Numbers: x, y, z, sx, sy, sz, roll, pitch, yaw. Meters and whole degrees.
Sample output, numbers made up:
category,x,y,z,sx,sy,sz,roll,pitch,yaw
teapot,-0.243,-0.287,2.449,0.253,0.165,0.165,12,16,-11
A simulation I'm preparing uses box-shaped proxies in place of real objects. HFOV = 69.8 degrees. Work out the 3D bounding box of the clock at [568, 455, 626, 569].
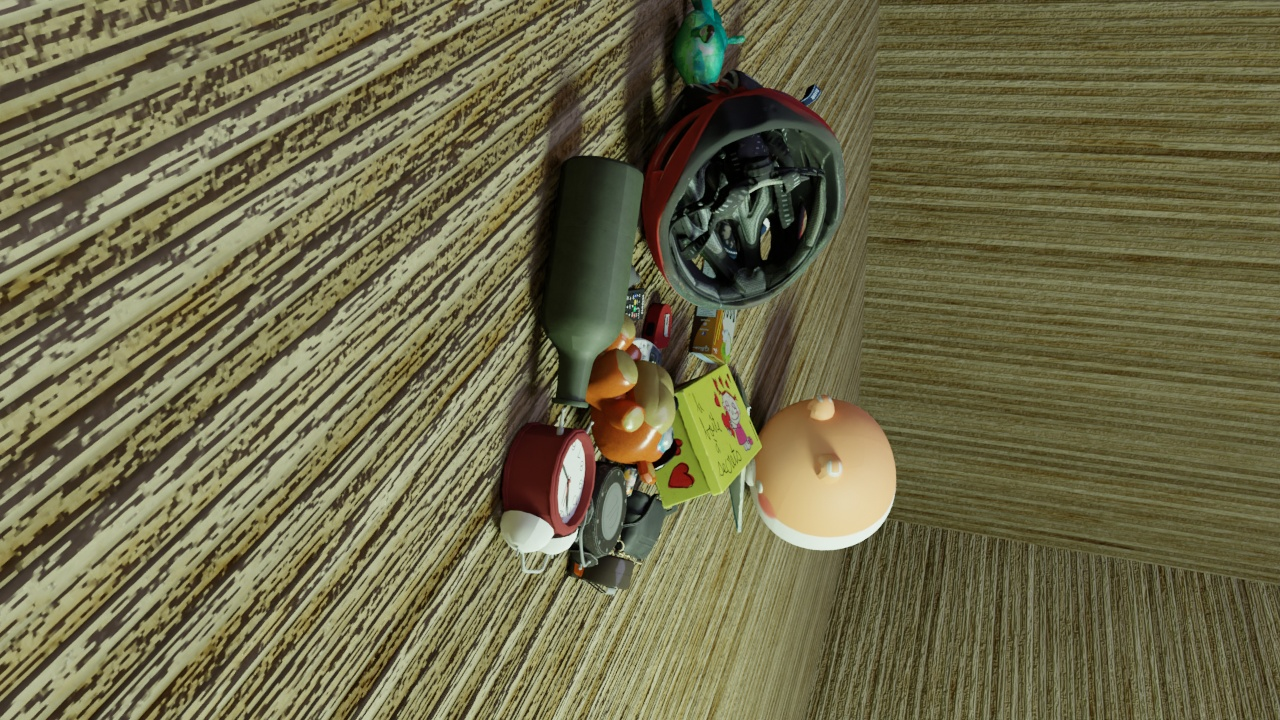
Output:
category,x,y,z,sx,sy,sz,roll,pitch,yaw
clock,-0.049,0.144,0.880,0.122,0.044,0.091,-50,142,-59

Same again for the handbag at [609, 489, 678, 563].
category,x,y,z,sx,sy,sz,roll,pitch,yaw
handbag,-0.002,0.184,1.019,0.128,0.054,0.079,45,58,-69

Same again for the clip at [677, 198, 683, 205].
category,x,y,z,sx,sy,sz,roll,pitch,yaw
clip,0.067,-0.228,1.111,0.103,0.027,0.120,-2,99,-73

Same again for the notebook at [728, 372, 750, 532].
category,x,y,z,sx,sy,sz,roll,pitch,yaw
notebook,0.146,0.129,1.374,0.253,0.009,0.181,-77,170,-79

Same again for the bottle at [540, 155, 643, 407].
category,x,y,z,sx,sy,sz,roll,pitch,yaw
bottle,-0.045,-0.064,0.776,0.071,0.071,0.206,15,83,-71

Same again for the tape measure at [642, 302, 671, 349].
category,x,y,z,sx,sy,sz,roll,pitch,yaw
tape measure,0.021,-0.040,1.052,0.059,0.019,0.051,-15,111,-69

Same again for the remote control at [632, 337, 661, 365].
category,x,y,z,sx,sy,sz,roll,pitch,yaw
remote control,-0.006,0.006,0.979,0.114,0.028,0.060,32,67,-69

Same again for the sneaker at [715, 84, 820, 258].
category,x,y,z,sx,sy,sz,roll,pitch,yaw
sneaker,0.159,-0.232,1.167,0.103,0.133,0.268,36,59,-43

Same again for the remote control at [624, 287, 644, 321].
category,x,y,z,sx,sy,sz,roll,pitch,yaw
remote control,-0.024,-0.054,0.926,0.146,0.015,0.033,-19,115,-69

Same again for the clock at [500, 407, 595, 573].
category,x,y,z,sx,sy,sz,roll,pitch,yaw
clock,-0.078,0.112,0.780,0.096,0.048,0.137,36,62,-68

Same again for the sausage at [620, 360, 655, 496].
category,x,y,z,sx,sy,sz,roll,pitch,yaw
sausage,-0.003,0.076,0.959,0.020,0.020,0.155,-10,115,-70

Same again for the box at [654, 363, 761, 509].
category,x,y,z,sx,sy,sz,roll,pitch,yaw
box,0.067,0.082,1.063,0.124,0.080,0.220,68,17,2

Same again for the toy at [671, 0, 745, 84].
category,x,y,z,sx,sy,sz,roll,pitch,yaw
toy,0.078,-0.354,1.037,0.192,0.072,0.131,-67,157,-60

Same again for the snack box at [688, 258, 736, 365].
category,x,y,z,sx,sy,sz,roll,pitch,yaw
snack box,0.109,-0.093,1.264,0.101,0.032,0.186,24,74,-70

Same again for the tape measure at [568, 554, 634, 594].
category,x,y,z,sx,sy,sz,roll,pitch,yaw
tape measure,-0.038,0.212,0.918,0.058,0.059,0.038,38,63,-64

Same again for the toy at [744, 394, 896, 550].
category,x,y,z,sx,sy,sz,roll,pitch,yaw
toy,0.313,0.190,1.608,0.281,0.266,0.262,83,5,-57

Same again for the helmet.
category,x,y,z,sx,sy,sz,roll,pitch,yaw
helmet,0.104,-0.172,0.982,0.272,0.217,0.166,80,-12,-48

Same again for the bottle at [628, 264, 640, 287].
category,x,y,z,sx,sy,sz,roll,pitch,yaw
bottle,-0.024,-0.085,0.893,0.112,0.030,0.030,2,95,-71

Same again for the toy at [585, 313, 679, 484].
category,x,y,z,sx,sy,sz,roll,pitch,yaw
toy,-0.013,0.042,0.871,0.112,0.096,0.176,-94,179,-48
